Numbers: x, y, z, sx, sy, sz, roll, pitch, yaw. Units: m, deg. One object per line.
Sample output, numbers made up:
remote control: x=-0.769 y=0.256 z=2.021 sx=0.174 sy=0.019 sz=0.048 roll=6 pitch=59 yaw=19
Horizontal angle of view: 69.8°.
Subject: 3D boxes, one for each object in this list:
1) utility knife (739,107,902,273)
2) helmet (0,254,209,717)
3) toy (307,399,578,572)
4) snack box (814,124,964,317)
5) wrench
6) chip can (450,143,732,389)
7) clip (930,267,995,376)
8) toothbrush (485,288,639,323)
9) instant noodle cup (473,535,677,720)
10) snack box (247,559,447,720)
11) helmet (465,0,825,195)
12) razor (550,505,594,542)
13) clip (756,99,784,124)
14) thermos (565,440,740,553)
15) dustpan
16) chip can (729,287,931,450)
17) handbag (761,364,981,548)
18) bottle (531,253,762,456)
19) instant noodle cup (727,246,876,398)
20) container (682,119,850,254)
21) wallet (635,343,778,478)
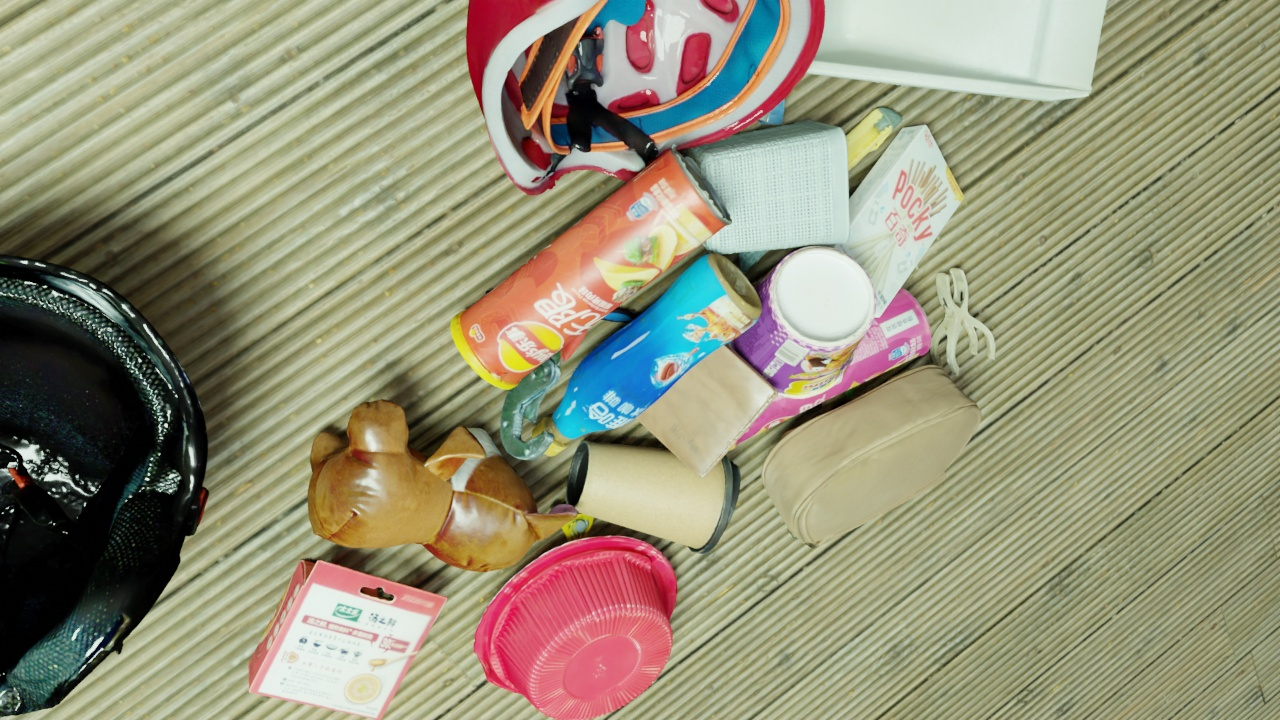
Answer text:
utility knife: x=0.152 y=-0.150 z=0.795 sx=0.196 sy=0.020 sz=0.031 roll=-43 pitch=112 yaw=3
helmet: x=-0.383 y=0.066 z=0.538 sx=0.233 sy=0.230 sz=0.274 roll=35 pitch=85 yaw=-21
toy: x=-0.156 y=0.103 z=0.714 sx=0.199 sy=0.140 sz=0.130 roll=30 pitch=54 yaw=-29
snack box: x=0.218 y=-0.121 z=0.796 sx=0.156 sy=0.027 sz=0.085 roll=-51 pitch=120 yaw=-19
wrench: x=-0.040 y=-0.048 z=0.725 sx=0.016 sy=0.056 sz=0.273 roll=32 pitch=85 yaw=-56
chip can: x=-0.038 y=-0.064 z=0.676 sx=0.217 sy=0.073 sz=0.073 roll=-35 pitch=119 yaw=16
clip: x=0.317 y=-0.037 z=0.889 sx=0.092 sy=0.035 sz=0.103 roll=3 pitch=100 yaw=-18
toothbrush: x=-0.036 y=-0.040 z=0.759 sx=0.189 sy=0.016 sz=0.014 roll=9 pitch=111 yaw=-21
instant noodle cup: x=-0.044 y=0.249 z=0.808 sx=0.193 sy=0.066 sz=0.194 roll=-13 pitch=126 yaw=-19
snack box: x=-0.240 y=0.220 z=0.752 sx=0.113 sy=0.044 sz=0.127 roll=25 pitch=99 yaw=-27
helmet: x=-0.009 y=-0.234 z=0.617 sx=0.239 sy=0.144 sz=0.207 roll=-16 pitch=154 yaw=-27
razor: x=-0.062 y=0.188 z=0.823 sx=0.043 sy=0.028 sz=0.133 roll=-2 pitch=111 yaw=-25
clip: x=0.088 y=-0.205 z=0.746 sx=0.058 sy=0.038 sz=0.026 roll=-2 pitch=111 yaw=-22
thermos: x=0.013 y=0.112 z=0.794 sx=0.143 sy=0.093 sz=0.093 roll=14 pitch=103 yaw=-16
dustpan: x=0.181 y=-0.306 z=0.650 sx=0.142 sy=0.258 sz=0.223 roll=-15 pitch=116 yaw=-42
chip can: x=0.152 y=0.005 z=0.816 sx=0.210 sy=0.071 sz=0.071 roll=-24 pitch=115 yaw=-13
handbag: x=0.207 y=0.086 z=0.851 sx=0.204 sy=0.099 sz=0.148 roll=-23 pitch=142 yaw=-13
bottle: x=-0.004 y=0.004 z=0.728 sx=0.219 sy=0.065 sz=0.065 roll=-39 pitch=121 yaw=24
instant noodle cup: x=0.133 y=-0.036 z=0.736 sx=0.111 sy=0.099 sz=0.111 roll=2 pitch=72 yaw=-7
container: x=0.096 y=-0.135 z=0.728 sx=0.111 sy=0.090 sz=0.090 roll=-10 pitch=111 yaw=-7
wallet: x=0.041 y=0.024 z=0.759 sx=0.115 sy=0.020 sz=0.101 roll=43 pitch=108 yaw=15
